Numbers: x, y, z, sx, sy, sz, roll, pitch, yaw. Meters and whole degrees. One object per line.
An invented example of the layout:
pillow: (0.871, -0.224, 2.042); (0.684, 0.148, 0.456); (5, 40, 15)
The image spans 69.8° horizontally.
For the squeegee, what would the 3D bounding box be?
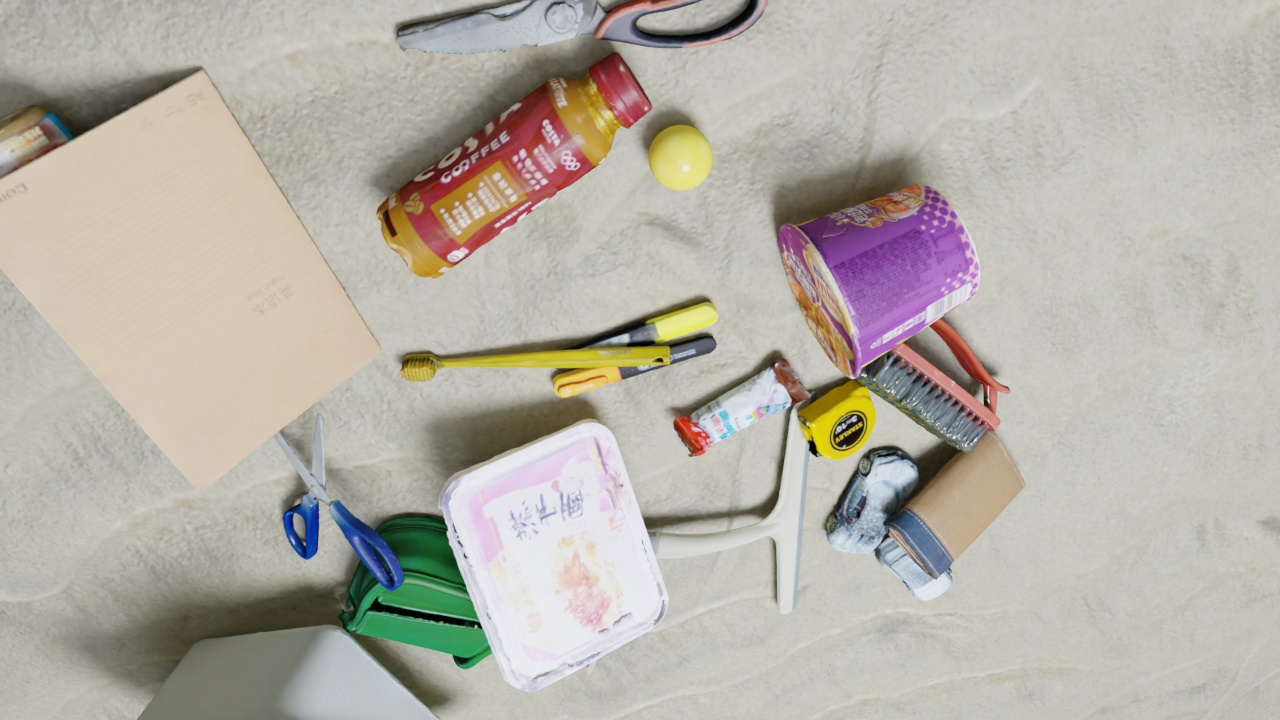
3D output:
squeegee: (0.022, 0.146, 0.754); (0.246, 0.039, 0.247); (-5, 124, -5)

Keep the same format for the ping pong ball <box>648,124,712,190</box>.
ping pong ball: (0.025, -0.126, 0.572); (0.040, 0.040, 0.040); (-4, 124, -6)

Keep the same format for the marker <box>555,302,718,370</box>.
marker: (-0.005, -0.017, 0.658); (0.124, 0.015, 0.018); (-18, 123, 7)

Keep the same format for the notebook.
notebook: (-0.266, -0.043, 0.552); (0.149, 0.012, 0.212); (-42, 128, -25)

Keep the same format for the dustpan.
dustpan: (-0.291, 0.314, 0.729); (0.223, 0.142, 0.258); (-13, 121, 24)

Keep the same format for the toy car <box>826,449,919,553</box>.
toy car: (0.195, 0.121, 0.769); (0.049, 0.031, 0.106); (11, 119, -18)

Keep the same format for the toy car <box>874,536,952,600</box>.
toy car: (0.246, 0.185, 0.819); (0.043, 0.034, 0.090); (-39, 122, 13)

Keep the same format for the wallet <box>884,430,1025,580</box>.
wallet: (0.261, 0.119, 0.758); (0.115, 0.033, 0.090); (-45, 127, -1)

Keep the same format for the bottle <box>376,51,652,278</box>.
bottle: (-0.075, -0.118, 0.552); (0.175, 0.057, 0.057); (-33, 122, 13)

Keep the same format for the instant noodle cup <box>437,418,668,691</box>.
instant noodle cup: (-0.068, 0.140, 0.686); (0.137, 0.060, 0.173); (-22, 102, -19)

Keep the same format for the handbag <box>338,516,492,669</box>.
handbag: (-0.169, 0.192, 0.745); (0.131, 0.067, 0.120); (25, 124, -24)

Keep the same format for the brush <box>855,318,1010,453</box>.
brush: (0.221, 0.013, 0.685); (0.145, 0.063, 0.069); (32, 92, -27)

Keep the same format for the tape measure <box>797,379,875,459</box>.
tape measure: (0.152, 0.047, 0.712); (0.060, 0.029, 0.057); (-32, 125, -10)

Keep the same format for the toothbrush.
toothbrush: (-0.074, 0.002, 0.647); (0.190, 0.016, 0.016); (-2, 123, -1)

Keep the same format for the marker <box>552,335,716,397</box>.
marker: (-0.004, 0.004, 0.670); (0.124, 0.015, 0.018); (-16, 130, -1)

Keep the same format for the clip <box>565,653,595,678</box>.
clip: (-0.064, 0.230, 0.801); (0.076, 0.034, 0.101); (-8, 119, -2)

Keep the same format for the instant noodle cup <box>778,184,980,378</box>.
instant noodle cup: (0.158, -0.059, 0.605); (0.099, 0.111, 0.112); (-27, 124, -2)

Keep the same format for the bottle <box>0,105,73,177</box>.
bottle: (-0.316, -0.044, 0.560); (0.065, 0.065, 0.219); (-22, 124, 6)

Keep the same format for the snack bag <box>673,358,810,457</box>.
snack bag: (0.074, 0.038, 0.698); (0.105, 0.026, 0.045); (-30, 118, 9)

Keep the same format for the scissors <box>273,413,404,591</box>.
scissors: (-0.230, 0.104, 0.666); (0.162, 0.012, 0.176); (41, 134, 9)

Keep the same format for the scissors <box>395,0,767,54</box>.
scissors: (-0.035, -0.215, 0.520); (0.210, 0.015, 0.177); (19, 120, -20)
